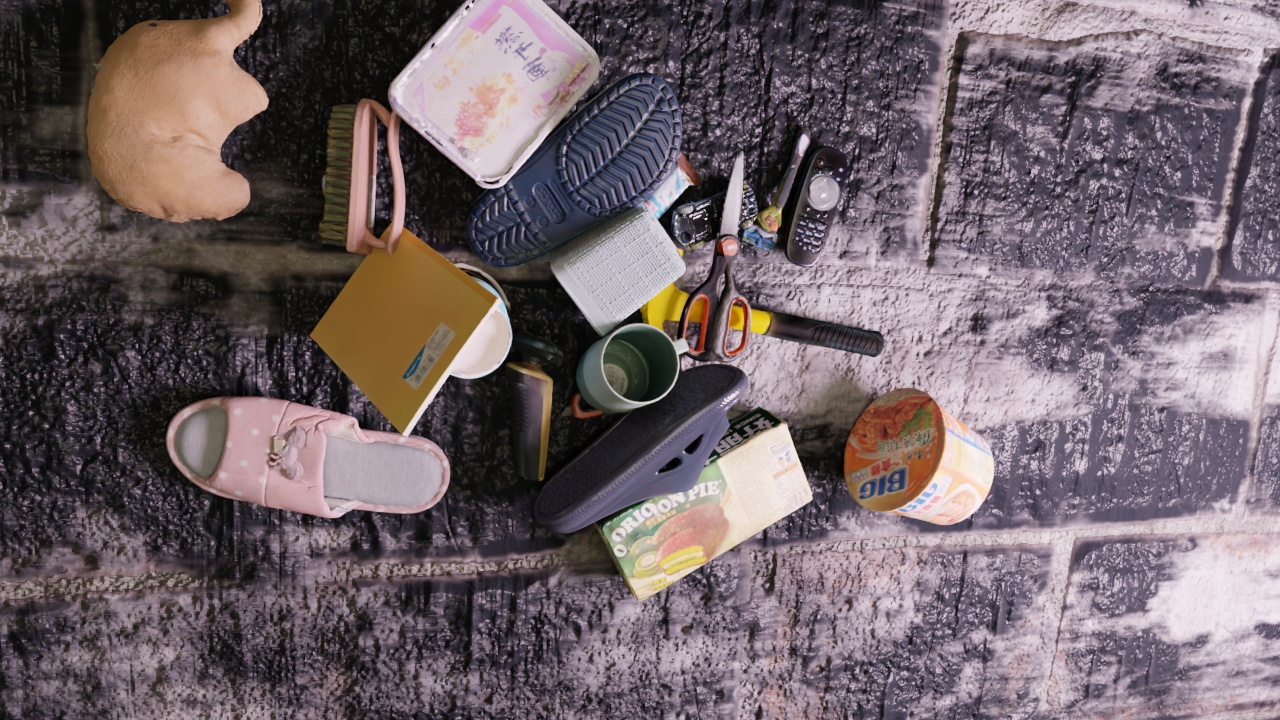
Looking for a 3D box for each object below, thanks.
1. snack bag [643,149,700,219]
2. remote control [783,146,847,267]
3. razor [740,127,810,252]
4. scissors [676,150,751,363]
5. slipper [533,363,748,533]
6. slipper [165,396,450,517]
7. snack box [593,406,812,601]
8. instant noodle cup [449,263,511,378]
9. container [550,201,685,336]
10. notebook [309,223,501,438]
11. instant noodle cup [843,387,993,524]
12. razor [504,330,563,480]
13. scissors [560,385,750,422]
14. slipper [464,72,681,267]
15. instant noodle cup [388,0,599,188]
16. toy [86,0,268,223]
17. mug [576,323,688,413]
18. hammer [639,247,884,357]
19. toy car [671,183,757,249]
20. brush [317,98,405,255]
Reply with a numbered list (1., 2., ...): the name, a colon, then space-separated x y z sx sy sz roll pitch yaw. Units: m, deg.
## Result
1. snack bag: 0.020 -0.174 0.981 0.104 0.026 0.048 -45 118 -4
2. remote control: 0.195 -0.173 1.036 0.053 0.024 0.136 15 96 -18
3. razor: 0.160 -0.192 1.022 0.042 0.022 0.143 21 94 -22
4. scissors: 0.078 -0.110 0.981 0.125 0.022 0.235 -15 105 -13
5. slipper: 0.010 0.104 0.983 0.268 0.110 0.083 -38 116 0
6. slipper: -0.327 0.102 0.918 0.274 0.054 0.114 14 97 -20
7. snack box: 0.070 0.161 1.043 0.240 0.063 0.114 -29 114 -9
8. instant noodle cup: -0.173 -0.034 0.901 0.111 0.120 0.111 -4 103 -17
9. container: -0.021 -0.100 0.937 0.111 0.090 0.090 -34 109 7
10. notebook: -0.224 -0.038 0.850 0.146 0.206 0.010 -55 139 -1
11. instant noodle cup: 0.333 0.121 1.083 0.111 0.151 0.151 25 93 -28
12. razor: -0.113 0.051 0.979 0.067 0.062 0.167 -15 114 -46
13. scissors: 0.020 0.069 1.040 0.197 0.015 0.214 40 87 -20
14. slipper: -0.064 -0.183 0.921 0.253 0.095 0.105 -36 109 12
15. instant noodle cup: -0.141 -0.263 0.883 0.138 0.060 0.173 41 81 -10
16. toy: -0.407 -0.237 0.812 0.143 0.082 0.226 11 95 -24
17. mug: -0.006 0.006 0.961 0.111 0.106 0.082 -24 89 -21
18. hammer: 0.142 -0.042 1.043 0.300 0.033 0.129 9 99 -18
19. toy car: 0.079 -0.157 0.999 0.105 0.031 0.049 -25 109 -17
20. brush: -0.261 -0.175 0.873 0.073 0.063 0.145 5 94 -2
